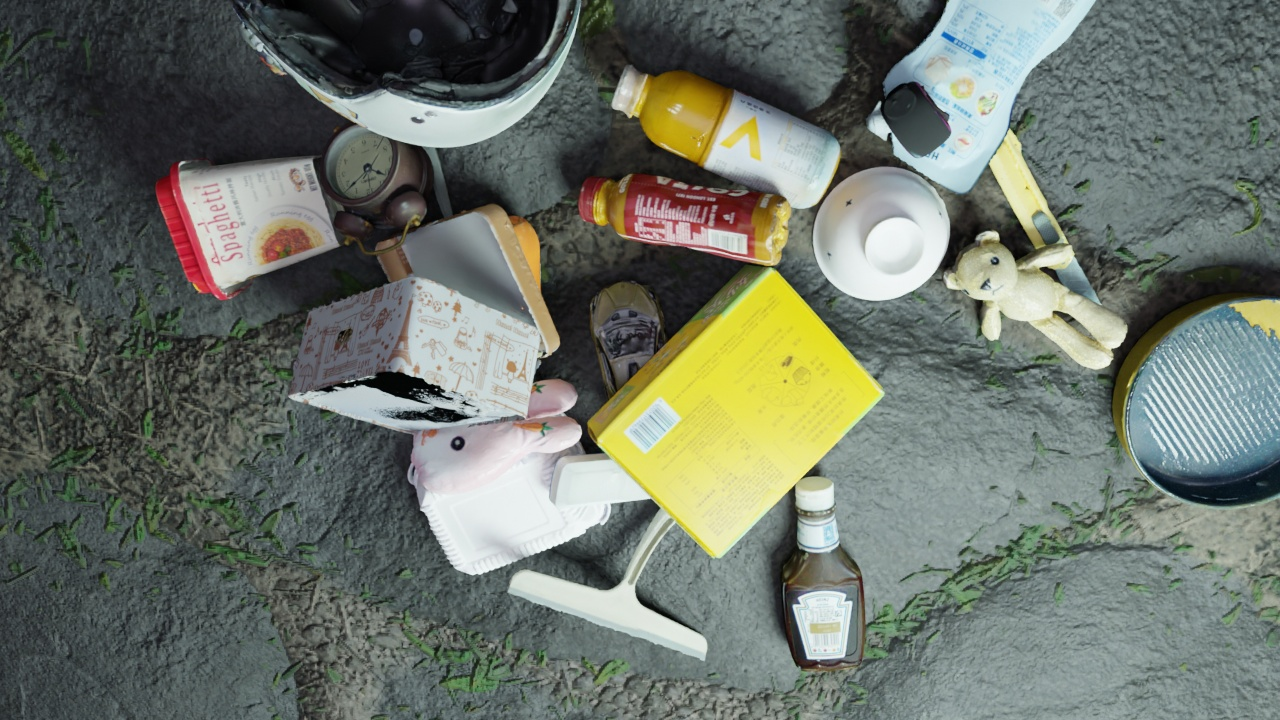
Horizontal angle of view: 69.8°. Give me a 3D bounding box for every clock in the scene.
[{"bbox_3d":[-0.218,-0.144,0.763,0.082,0.055,0.122,-13,77,13],"label":"clock"}]

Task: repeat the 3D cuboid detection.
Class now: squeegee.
[{"bbox_3d":[0.031,0.149,0.879,0.246,0.039,0.247,28,99,-31],"label":"squeegee"}]

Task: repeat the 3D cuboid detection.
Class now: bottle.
[{"bbox_3d":[-0.116,-0.051,0.820,0.067,0.066,0.150,-5,115,5],"label":"bottle"},{"bbox_3d":[0.034,-0.122,0.769,0.175,0.057,0.057,13,109,18],"label":"bottle"},{"bbox_3d":[0.175,0.208,0.892,0.080,0.044,0.195,-6,107,5],"label":"bottle"},{"bbox_3d":[0.069,-0.189,0.756,0.189,0.068,0.068,23,108,-4],"label":"bottle"}]

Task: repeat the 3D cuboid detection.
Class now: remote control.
[{"bbox_3d":[-0.024,0.110,0.851,0.124,0.024,0.049,-2,114,-35],"label":"remote control"}]

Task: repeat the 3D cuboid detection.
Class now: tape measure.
[{"bbox_3d":[0.218,-0.191,0.722,0.039,0.057,0.058,-35,96,26],"label":"tape measure"}]

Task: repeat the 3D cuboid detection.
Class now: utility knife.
[{"bbox_3d":[0.349,-0.117,0.794,0.031,0.022,0.216,-31,108,18],"label":"utility knife"}]

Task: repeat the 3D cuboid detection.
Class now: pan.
[{"bbox_3d":[0.574,0.100,0.813,0.198,0.078,0.357,-38,102,14],"label":"pan"}]

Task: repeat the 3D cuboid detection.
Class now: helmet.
[{"bbox_3d":[-0.175,-0.268,0.695,0.274,0.157,0.229,34,74,7],"label":"helmet"}]

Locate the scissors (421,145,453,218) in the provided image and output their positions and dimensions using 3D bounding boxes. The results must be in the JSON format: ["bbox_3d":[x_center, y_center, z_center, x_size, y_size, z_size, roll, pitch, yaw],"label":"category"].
[{"bbox_3d":[-0.182,-0.191,0.803,0.159,0.014,0.179,-15,109,10],"label":"scissors"}]

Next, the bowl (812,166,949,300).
[{"bbox_3d":[0.209,-0.101,0.778,0.118,0.064,0.118,1,108,4],"label":"bowl"}]

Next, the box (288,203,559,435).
[{"bbox_3d":[-0.168,-0.040,0.763,0.183,0.152,0.174,-10,67,42],"label":"box"}]

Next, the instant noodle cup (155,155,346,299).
[{"bbox_3d":[-0.324,-0.124,0.786,0.124,0.116,0.116,-15,106,-4],"label":"instant noodle cup"}]

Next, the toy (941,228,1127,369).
[{"bbox_3d":[0.339,-0.049,0.786,0.157,0.066,0.105,32,124,1],"label":"toy"}]

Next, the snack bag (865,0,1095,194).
[{"bbox_3d":[0.272,-0.242,0.743,0.110,0.038,0.191,28,110,-8],"label":"snack bag"}]

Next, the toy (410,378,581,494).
[{"bbox_3d":[-0.132,0.062,0.830,0.159,0.121,0.054,-17,131,3],"label":"toy"}]

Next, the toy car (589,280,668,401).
[{"bbox_3d":[-0.005,0.005,0.840,0.070,0.042,0.158,-12,104,7],"label":"toy car"}]

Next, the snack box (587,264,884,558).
[{"bbox_3d":[0.081,0.043,0.800,0.210,0.070,0.157,-45,103,-1],"label":"snack box"}]

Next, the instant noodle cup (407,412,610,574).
[{"bbox_3d":[-0.130,0.136,0.880,0.174,0.060,0.138,-22,105,12],"label":"instant noodle cup"}]
